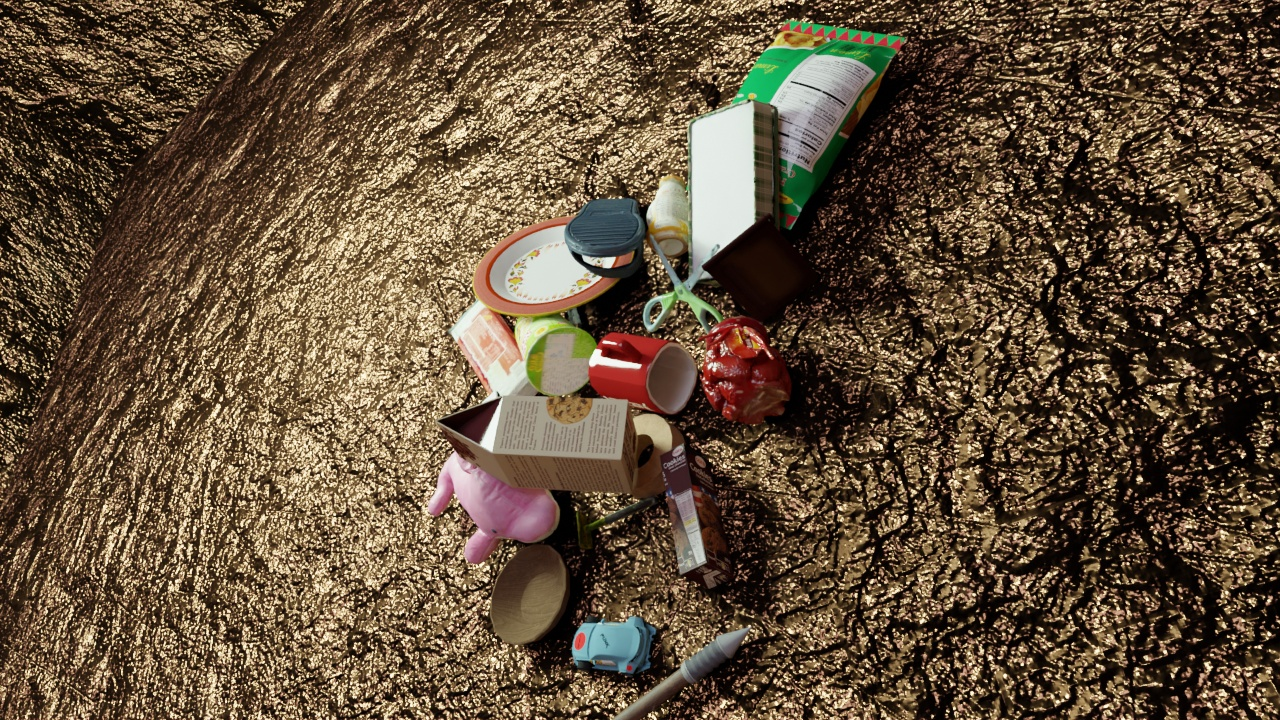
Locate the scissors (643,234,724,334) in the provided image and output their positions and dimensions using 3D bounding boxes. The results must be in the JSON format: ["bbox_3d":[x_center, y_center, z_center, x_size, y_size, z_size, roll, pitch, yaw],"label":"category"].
[{"bbox_3d":[0.051,-0.083,1.103,0.171,0.021,0.173,60,142,21],"label":"scissors"}]

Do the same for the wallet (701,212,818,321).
[{"bbox_3d":[0.135,-0.100,1.012,0.092,0.115,0.018,-38,43,16],"label":"wallet"}]

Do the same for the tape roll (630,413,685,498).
[{"bbox_3d":[0.006,0.109,1.054,0.094,0.027,0.093,-23,50,30],"label":"tape roll"}]

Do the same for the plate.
[{"bbox_3d":[-0.119,-0.128,1.271,0.230,0.021,0.229,-9,40,8],"label":"plate"}]

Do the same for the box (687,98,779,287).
[{"bbox_3d":[0.110,-0.193,1.079,0.118,0.050,0.205,-6,85,49],"label":"box"}]

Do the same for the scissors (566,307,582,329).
[{"bbox_3d":[-0.098,-0.103,1.298,0.170,0.012,0.132,27,84,51],"label":"scissors"}]

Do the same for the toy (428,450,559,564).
[{"bbox_3d":[-0.192,0.146,1.136,0.186,0.128,0.266,-53,32,-13],"label":"toy"}]

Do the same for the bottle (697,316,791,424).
[{"bbox_3d":[0.110,0.009,0.974,0.099,0.099,0.111,-31,40,23],"label":"bottle"}]

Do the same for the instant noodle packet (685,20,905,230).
[{"bbox_3d":[0.180,-0.294,1.118,0.196,0.090,0.253,33,93,47],"label":"instant noodle packet"}]

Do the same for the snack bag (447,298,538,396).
[{"bbox_3d":[-0.208,-0.008,1.317,0.077,0.041,0.225,-48,41,6],"label":"snack bag"}]

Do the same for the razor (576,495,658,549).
[{"bbox_3d":[-0.026,0.177,1.044,0.106,0.026,0.042,-27,46,21],"label":"razor"}]

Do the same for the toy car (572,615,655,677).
[{"bbox_3d":[-0.036,0.298,0.967,0.108,0.027,0.060,-10,57,37],"label":"toy car"}]

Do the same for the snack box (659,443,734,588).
[{"bbox_3d":[0.058,0.161,0.956,0.032,0.051,0.140,-30,47,24],"label":"snack box"}]

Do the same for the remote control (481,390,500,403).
[{"bbox_3d":[-0.218,0.077,1.256,0.125,0.011,0.028,-38,57,48],"label":"remote control"}]

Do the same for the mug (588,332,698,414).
[{"bbox_3d":[-0.006,0.006,1.067,0.097,0.116,0.080,10,65,45],"label":"mug"}]

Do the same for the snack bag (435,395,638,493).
[{"bbox_3d":[-0.113,0.092,1.010,0.206,0.094,0.069,2,60,9],"label":"snack bag"}]

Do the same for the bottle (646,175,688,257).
[{"bbox_3d":[0.040,-0.190,1.195,0.063,0.063,0.108,-19,52,32],"label":"bottle"}]

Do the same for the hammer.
[{"bbox_3d":[-0.018,0.358,0.906,0.323,0.043,0.156,-40,44,11],"label":"hammer"}]

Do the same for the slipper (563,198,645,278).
[{"bbox_3d":[-0.043,-0.152,1.200,0.101,0.083,0.263,-1,22,1],"label":"slipper"}]

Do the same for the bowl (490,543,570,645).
[{"bbox_3d":[-0.121,0.272,1.058,0.118,0.030,0.117,-23,50,30],"label":"bowl"}]

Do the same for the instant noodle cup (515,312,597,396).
[{"bbox_3d":[-0.119,-0.020,1.210,0.099,0.099,0.108,-49,35,5],"label":"instant noodle cup"}]
